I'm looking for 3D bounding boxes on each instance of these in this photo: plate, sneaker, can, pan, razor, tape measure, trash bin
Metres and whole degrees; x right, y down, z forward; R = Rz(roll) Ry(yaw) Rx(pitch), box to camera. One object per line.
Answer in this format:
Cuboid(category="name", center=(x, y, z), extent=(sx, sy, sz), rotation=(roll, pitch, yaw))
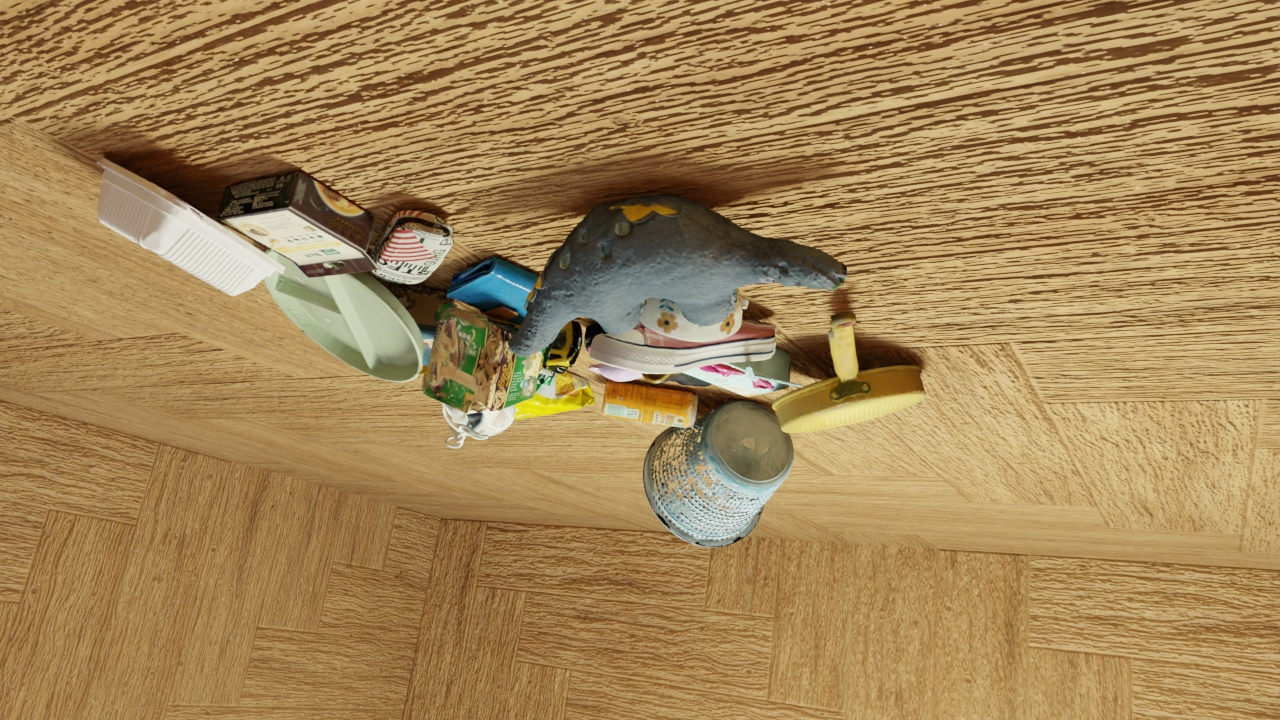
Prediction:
Cuboid(category="plate", center=(-0.358, -0.058, 1.115), extent=(0.230, 0.027, 0.231), rotation=(22, 148, 14))
Cuboid(category="sneaker", center=(-0.235, 0.084, 1.318), extent=(0.089, 0.090, 0.242), rotation=(10, 159, 2))
Cuboid(category="can", center=(0.014, 0.069, 1.441), extent=(0.146, 0.058, 0.058), rotation=(9, 163, -2))
Cuboid(category="sneaker", center=(0.053, -0.039, 1.034), extent=(0.240, 0.088, 0.118), rotation=(-6, -165, -29))
Cuboid(category="pan", center=(0.254, 0.020, 1.129), extent=(0.198, 0.078, 0.357), rotation=(-15, 166, 8))
Cuboid(category="razor", center=(0.053, 0.005, 1.238), extent=(0.062, 0.067, 0.167), rotation=(30, -172, 36))
Cuboid(category="tape measure", center=(-0.044, -0.024, 1.199), extent=(0.057, 0.039, 0.058), rotation=(-1, 161, 27))
Cuboid(category="trash bin", center=(0.142, 0.168, 1.493), extent=(0.226, 0.226, 0.196), rotation=(13, 149, -16))

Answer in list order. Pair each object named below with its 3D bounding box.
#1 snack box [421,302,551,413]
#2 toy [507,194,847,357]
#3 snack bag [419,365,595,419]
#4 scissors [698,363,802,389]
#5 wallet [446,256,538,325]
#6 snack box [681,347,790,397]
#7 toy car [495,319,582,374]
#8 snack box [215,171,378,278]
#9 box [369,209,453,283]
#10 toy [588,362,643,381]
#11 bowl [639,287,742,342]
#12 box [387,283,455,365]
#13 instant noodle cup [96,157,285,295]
Cuboid(category="snack box", center=(-0.186, 0.000, 1.130), extent=(0.118, 0.118, 0.105), rotation=(20, -169, 32))
Cuboid(category="toy", center=(0.009, -0.084, 0.846), extent=(0.357, 0.138, 0.091), rotation=(-9, -159, 28))
Cuboid(category="snack bag", center=(-0.208, 0.039, 1.432), extent=(0.158, 0.068, 0.246), rotation=(-8, 158, 43))
Cuboid(category="scissors", center=(0.130, 0.019, 1.106), extent=(0.133, 0.017, 0.133), rotation=(12, 170, 15))
Cuboid(category="wallet", center=(-0.149, -0.077, 1.087), extent=(0.133, 0.040, 0.107), rotation=(23, 153, -37))
Cuboid(category="snack box", center=(0.109, -0.003, 1.179), extent=(0.174, 0.051, 0.074), rotation=(20, 156, -36))
Cuboid(category="toy car", center=(-0.147, -0.022, 1.198), extent=(0.156, 0.071, 0.041), rotation=(2, 163, 21))
Cuboid(category="snack box", center=(-0.348, -0.137, 0.948), extent=(0.113, 0.053, 0.125), rotation=(-2, 161, 30))
Cuboid(category="box", center=(-0.246, -0.113, 0.979), extent=(0.072, 0.060, 0.165), rotation=(31, 157, -16))
Cuboid(category="toy", center=(-0.008, 0.008, 1.288), extent=(0.108, 0.039, 0.083), rotation=(-17, 162, 42))
Cuboid(category="bowl", center=(0.052, -0.072, 0.933), extent=(0.113, 0.113, 0.062), rotation=(8, 121, -1))
Cuboid(category="box", center=(-0.287, -0.040, 1.223), extent=(0.090, 0.062, 0.184), rotation=(8, 161, 1))
Cuboid(category="instant noodle cup", center=(-0.473, -0.127, 0.951), extent=(0.138, 0.060, 0.173), rotation=(26, 172, 24))
